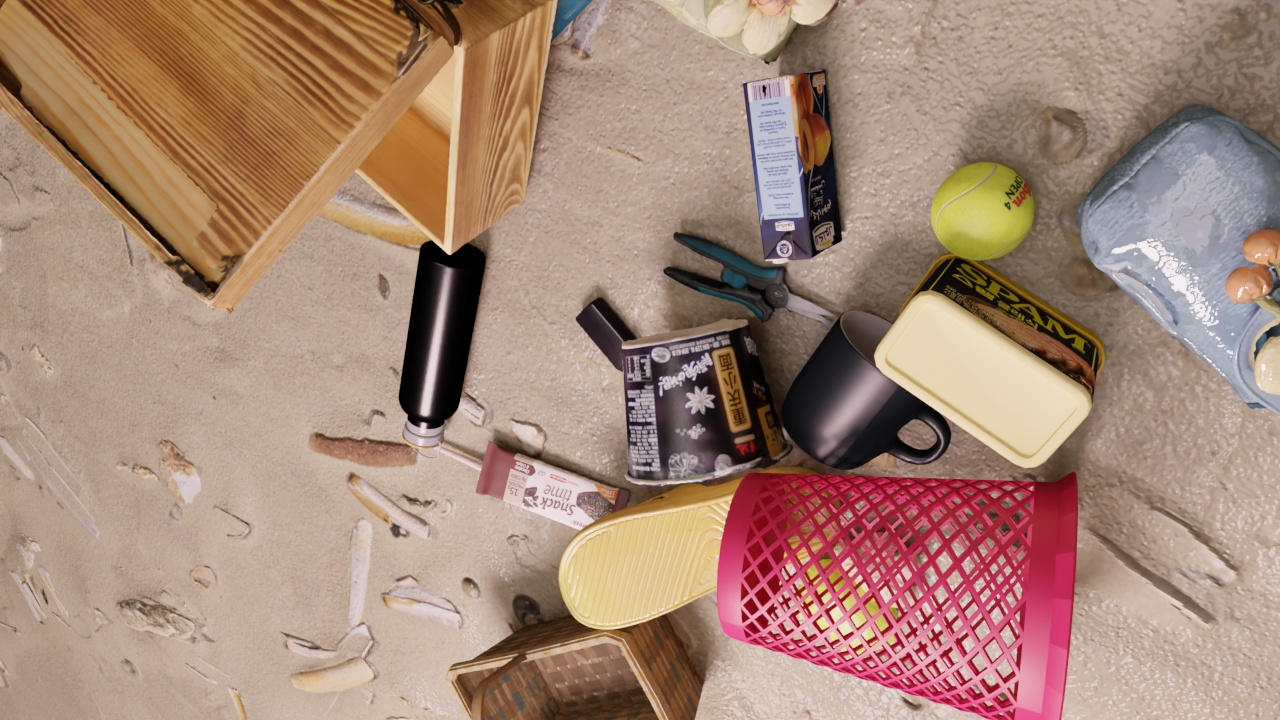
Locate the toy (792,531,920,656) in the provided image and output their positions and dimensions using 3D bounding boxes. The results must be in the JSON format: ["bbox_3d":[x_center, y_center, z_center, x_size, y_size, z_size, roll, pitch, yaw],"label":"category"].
[{"bbox_3d":[0.186,0.193,0.770,0.092,0.046,0.115,38,116,10],"label":"toy"}]

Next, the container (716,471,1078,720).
[{"bbox_3d":[0.181,0.158,0.662,0.226,0.182,0.183,5,111,23],"label":"container"}]

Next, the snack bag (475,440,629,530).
[{"bbox_3d":[-0.090,0.130,0.903,0.158,0.013,0.057,18,96,19],"label":"snack bag"}]

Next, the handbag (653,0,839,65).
[{"bbox_3d":[0.043,-0.268,0.607,0.186,0.116,0.113,17,125,-15],"label":"handbag"}]

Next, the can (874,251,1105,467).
[{"bbox_3d":[0.238,-0.003,0.627,0.135,0.104,0.075,36,122,12],"label":"can"}]

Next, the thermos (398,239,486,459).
[{"bbox_3d":[-0.200,-0.001,0.899,0.061,0.061,0.232,26,119,18],"label":"thermos"}]

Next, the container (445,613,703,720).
[{"bbox_3d":[-0.080,0.343,0.891,0.251,0.185,0.157,-24,96,34],"label":"container"}]

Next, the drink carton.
[{"bbox_3d":[0.113,-0.141,0.668,0.040,0.064,0.130,2,109,35],"label":"drink carton"}]

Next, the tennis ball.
[{"bbox_3d":[0.230,-0.100,0.618,0.065,0.065,0.065,11,114,25],"label":"tennis ball"}]

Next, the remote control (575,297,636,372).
[{"bbox_3d":[-0.005,0.005,0.820,0.136,0.015,0.032,50,124,3],"label":"remote control"}]

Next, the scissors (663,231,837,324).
[{"bbox_3d":[0.085,-0.067,0.740,0.128,0.019,0.140,-24,98,33],"label":"scissors"}]

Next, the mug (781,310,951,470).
[{"bbox_3d":[0.176,0.035,0.691,0.121,0.085,0.095,34,123,5],"label":"mug"}]

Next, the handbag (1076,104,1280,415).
[{"bbox_3d":[0.357,-0.054,0.534,0.192,0.118,0.122,43,124,2],"label":"handbag"}]

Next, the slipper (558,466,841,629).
[{"bbox_3d":[0.049,0.156,0.817,0.264,0.078,0.099,-20,98,16],"label":"slipper"}]

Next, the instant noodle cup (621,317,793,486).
[{"bbox_3d":[0.045,0.030,0.738,0.137,0.137,0.112,-8,96,31],"label":"instant noodle cup"}]

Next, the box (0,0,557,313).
[{"bbox_3d":[-0.268,-0.211,0.653,0.279,0.314,0.283,42,148,12],"label":"box"}]

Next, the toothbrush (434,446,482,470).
[{"bbox_3d":[-0.173,0.103,0.953,0.181,0.015,0.018,21,112,22],"label":"toothbrush"}]

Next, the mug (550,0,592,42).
[{"bbox_3d":[-0.052,-0.306,0.692,0.122,0.078,0.078,-29,93,30],"label":"mug"}]
